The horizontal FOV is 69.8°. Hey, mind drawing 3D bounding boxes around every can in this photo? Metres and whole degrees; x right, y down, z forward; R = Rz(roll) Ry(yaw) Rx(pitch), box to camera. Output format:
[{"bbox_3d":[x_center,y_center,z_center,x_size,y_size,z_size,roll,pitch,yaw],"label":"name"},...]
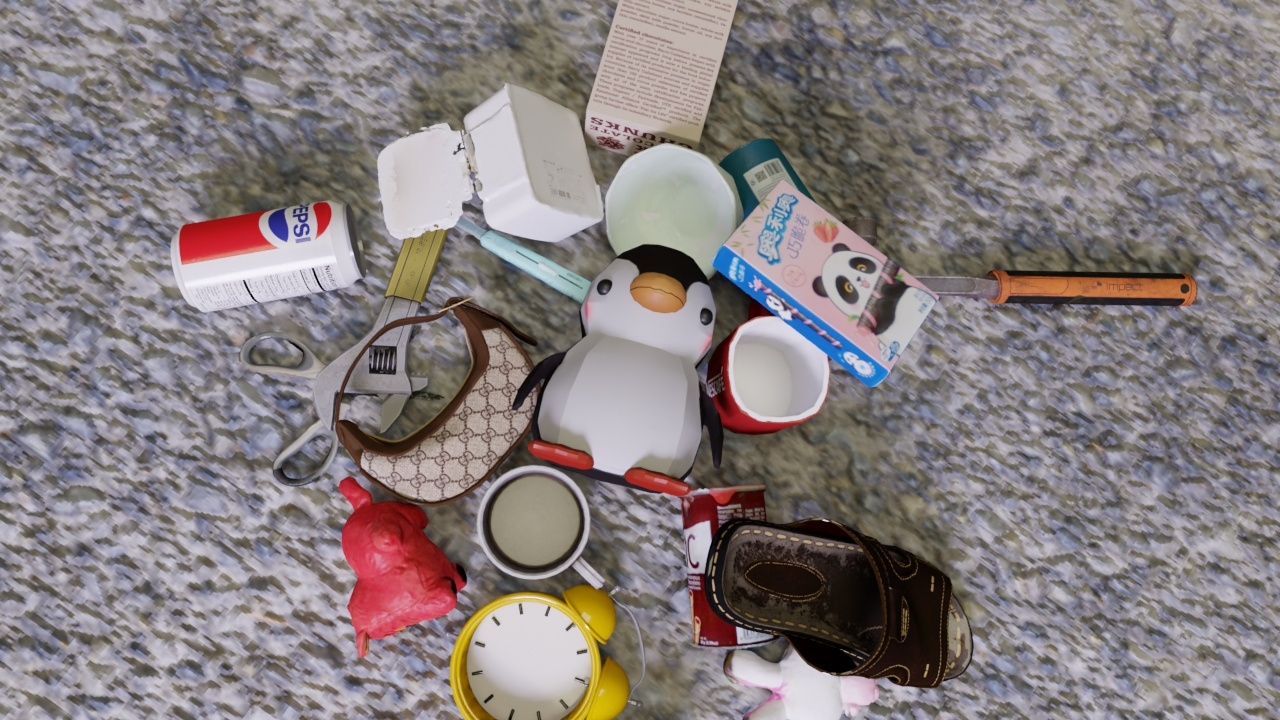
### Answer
[{"bbox_3d":[-0.292,-0.083,0.728,0.132,0.070,0.070,-11,82,-7],"label":"can"}]

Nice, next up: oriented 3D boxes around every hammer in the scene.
[{"bbox_3d":[0.331,-0.051,0.799,0.314,0.035,0.137,1,81,-6],"label":"hammer"}]

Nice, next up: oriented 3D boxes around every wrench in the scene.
[{"bbox_3d":[-0.193,-0.068,0.755,0.083,0.018,0.273,17,78,-10],"label":"wrench"}]

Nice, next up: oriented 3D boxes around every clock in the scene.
[{"bbox_3d":[-0.073,0.233,0.710,0.152,0.052,0.113,-11,82,-2],"label":"clock"}]

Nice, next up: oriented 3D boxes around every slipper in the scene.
[{"bbox_3d":[0.165,0.183,0.689,0.267,0.076,0.112,24,70,-26],"label":"slipper"}]

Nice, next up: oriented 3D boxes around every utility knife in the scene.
[{"bbox_3d":[-0.102,-0.087,0.768,0.141,0.015,0.022,29,64,-6],"label":"utility knife"}]

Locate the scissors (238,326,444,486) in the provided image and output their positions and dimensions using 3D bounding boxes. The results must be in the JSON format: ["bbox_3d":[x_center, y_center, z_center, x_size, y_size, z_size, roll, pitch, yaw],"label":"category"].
[{"bbox_3d":[-0.249,0.029,0.744,0.171,0.013,0.157,20,79,-3],"label":"scissors"}]

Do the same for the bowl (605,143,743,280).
[{"bbox_3d":[0.035,-0.121,0.759,0.117,0.061,0.117,8,108,25],"label":"bowl"}]

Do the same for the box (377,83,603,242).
[{"bbox_3d":[-0.130,-0.143,0.739,0.132,0.151,0.107,-25,74,33],"label":"box"}]

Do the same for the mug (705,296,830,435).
[{"bbox_3d":[0.099,-0.002,0.737,0.080,0.097,0.116,1,81,-5],"label":"mug"}]

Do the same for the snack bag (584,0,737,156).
[{"bbox_3d":[0.025,-0.281,0.789,0.094,0.070,0.206,16,80,-3],"label":"snack bag"}]

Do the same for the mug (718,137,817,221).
[{"bbox_3d":[0.114,-0.121,0.771,0.078,0.078,0.121,-25,80,-9],"label":"mug"}]

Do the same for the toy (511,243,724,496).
[{"bbox_3d":[-0.004,0.004,0.707,0.159,0.140,0.184,16,78,-2],"label":"toy"}]

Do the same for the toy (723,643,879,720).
[{"bbox_3d":[0.130,0.261,0.730,0.122,0.038,0.079,-4,69,-6],"label":"toy"}]

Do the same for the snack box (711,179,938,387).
[{"bbox_3d":[0.140,-0.060,0.693,0.154,0.033,0.087,38,61,5],"label":"snack box"}]

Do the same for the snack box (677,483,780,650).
[{"bbox_3d":[0.069,0.160,0.723,0.072,0.072,0.121,-4,82,-6],"label":"snack box"}]

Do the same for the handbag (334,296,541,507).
[{"bbox_3d":[-0.156,0.027,0.719,0.138,0.063,0.166,44,77,-10],"label":"handbag"}]

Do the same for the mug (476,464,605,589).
[{"bbox_3d":[-0.072,0.135,0.714,0.113,0.070,0.084,44,80,3],"label":"mug"}]

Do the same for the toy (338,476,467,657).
[{"bbox_3d":[-0.206,0.152,0.698,0.094,0.088,0.133,-35,85,1],"label":"toy"}]
